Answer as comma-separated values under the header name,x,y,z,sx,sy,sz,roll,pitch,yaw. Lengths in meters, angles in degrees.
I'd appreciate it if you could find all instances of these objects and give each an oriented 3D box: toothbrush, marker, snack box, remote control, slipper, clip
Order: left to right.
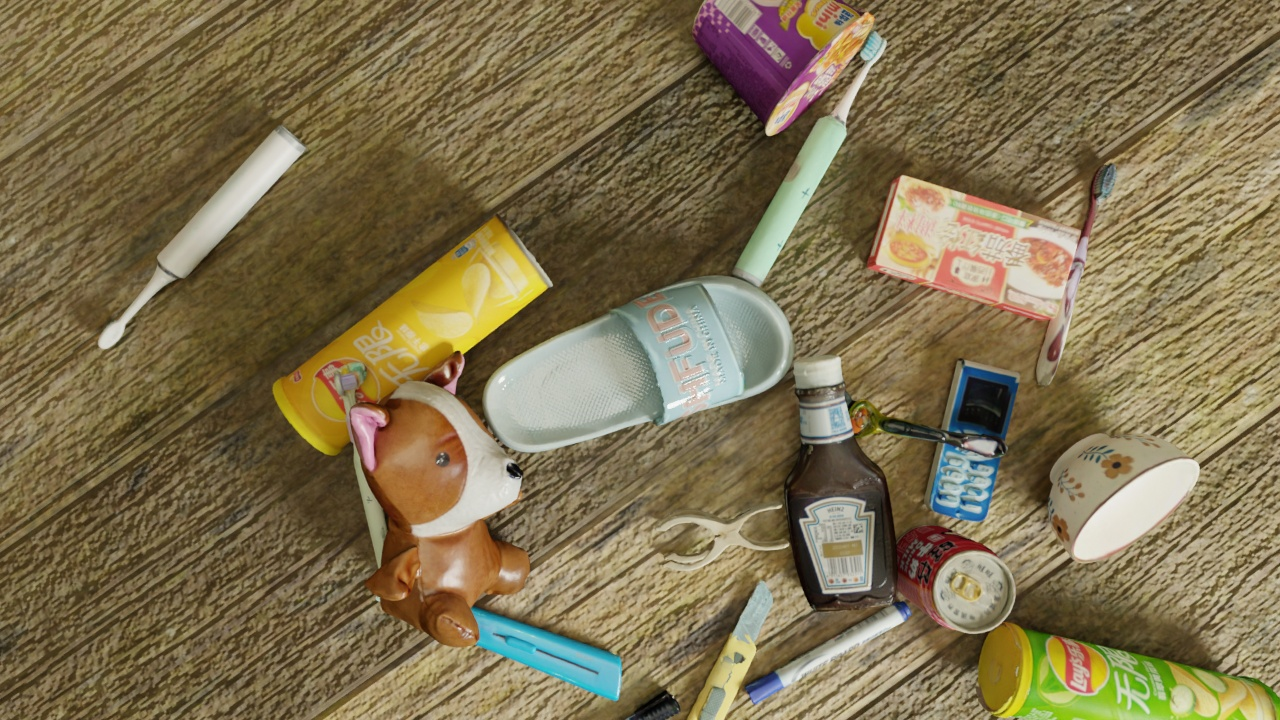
name,x,y,z,sx,sy,sz,roll,pitch,yaw
toothbrush,-0.344,-0.093,0.711,0.221,0.026,0.027,-48,126,-1
toothbrush,-0.201,0.090,0.681,0.020,0.029,0.190,13,121,26
marker,-0.029,0.301,0.726,0.130,0.018,0.022,-28,82,-2
slipper,-0.004,0.004,0.699,0.245,0.074,0.104,-19,90,0
clip,0.063,0.147,0.715,0.104,0.034,0.081,4,92,4
toothbrush,0.137,-0.159,0.726,0.027,0.026,0.224,30,89,-31
marker,0.150,0.232,0.732,0.146,0.017,0.017,-29,91,-2
remote control,0.263,0.064,0.732,0.049,0.024,0.125,14,91,-2
snack box,0.265,-0.089,0.731,0.153,0.025,0.075,17,89,-2
toothbrush,0.351,-0.069,0.738,0.016,0.017,0.187,17,89,-1

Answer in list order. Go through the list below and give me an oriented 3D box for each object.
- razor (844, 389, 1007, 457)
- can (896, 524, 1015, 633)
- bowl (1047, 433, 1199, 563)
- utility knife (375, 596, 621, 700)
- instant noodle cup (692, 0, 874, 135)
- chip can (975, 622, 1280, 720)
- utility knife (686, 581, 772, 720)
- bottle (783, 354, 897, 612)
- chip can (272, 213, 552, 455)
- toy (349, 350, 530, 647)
name,x,y,z,sx,sy,sz,roll,pitch,yaw
razor,0.213,0.055,0.716,0.143,0.022,0.042,12,92,13
can,0.235,0.164,0.696,0.066,0.094,0.066,0,90,-2
bowl,0.358,0.097,0.706,0.113,0.113,0.062,-33,48,-2
utility knife,-0.110,0.218,0.724,0.207,0.018,0.034,20,90,0
instant noodle cup,0.101,-0.244,0.691,0.111,0.111,0.099,-44,82,-2
chip can,0.380,0.262,0.712,0.221,0.072,0.072,14,89,-2
utility knife,0.059,0.266,0.733,0.031,0.020,0.194,27,85,-8
bottle,0.149,0.094,0.708,0.080,0.044,0.195,-9,96,11
chip can,-0.170,-0.019,0.694,0.213,0.072,0.072,-37,91,-2
toy,-0.140,0.101,0.656,0.131,0.139,0.200,-4,105,19
